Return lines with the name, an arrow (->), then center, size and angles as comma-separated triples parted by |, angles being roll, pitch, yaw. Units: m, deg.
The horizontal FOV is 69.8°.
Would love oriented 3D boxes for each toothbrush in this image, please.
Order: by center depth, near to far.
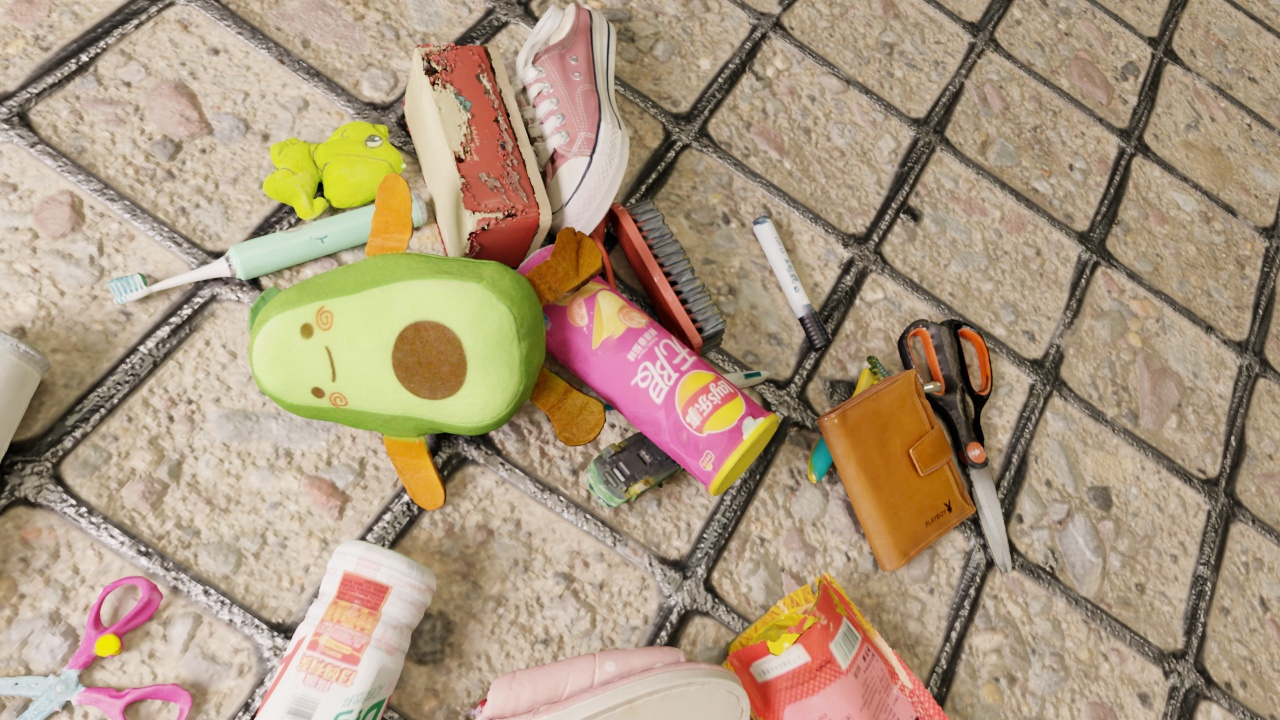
toothbrush -> -0.261, -0.080, 0.663 | 0.224, 0.026, 0.027 | -23, 111, -26
toothbrush -> 0.017, 0.024, 0.714 | 0.191, 0.016, 0.018 | -10, 59, -22

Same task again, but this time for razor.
razor -> 0.167, 0.052, 0.743 | 0.043, 0.028, 0.132 | 51, 58, -15

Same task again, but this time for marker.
marker -> 0.131, -0.068, 0.794 | 0.022, 0.018, 0.130 | -12, 71, -32

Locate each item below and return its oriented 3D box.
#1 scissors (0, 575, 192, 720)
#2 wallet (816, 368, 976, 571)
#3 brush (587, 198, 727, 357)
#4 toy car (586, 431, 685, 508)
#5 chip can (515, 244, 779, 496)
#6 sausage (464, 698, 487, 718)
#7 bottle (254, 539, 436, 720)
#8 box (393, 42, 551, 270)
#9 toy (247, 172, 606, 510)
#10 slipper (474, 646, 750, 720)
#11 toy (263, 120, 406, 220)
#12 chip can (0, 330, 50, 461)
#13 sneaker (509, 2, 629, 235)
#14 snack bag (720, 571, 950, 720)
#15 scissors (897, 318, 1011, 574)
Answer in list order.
scissors -> -0.321, 0.191, 0.525 | 0.125, 0.017, 0.133 | 42, 65, 0
wallet -> 0.208, 0.082, 0.730 | 0.118, 0.035, 0.130 | -26, 93, -25
brush -> 0.006, -0.062, 0.726 | 0.069, 0.063, 0.145 | -26, 75, -8
toy car -> 0.000, 0.076, 0.670 | 0.091, 0.036, 0.043 | -25, 68, -42
chip can -> -0.004, 0.004, 0.661 | 0.210, 0.072, 0.071 | 39, 59, 16
sausage -> -0.036, 0.235, 0.597 | 0.155, 0.020, 0.020 | 10, 63, -15
bottle -> -0.186, 0.207, 0.535 | 0.068, 0.068, 0.196 | 23, 65, -7
box -> -0.135, -0.154, 0.701 | 0.079, 0.092, 0.168 | -11, 70, -26
toy -> -0.145, -0.010, 0.614 | 0.247, 0.090, 0.227 | -4, 94, -1
slipper -> -0.060, 0.235, 0.548 | 0.274, 0.054, 0.114 | -6, 108, -24
toy -> -0.231, -0.145, 0.700 | 0.100, 0.031, 0.096 | 6, 64, -11
chip can -> -0.412, 0.084, 0.510 | 0.071, 0.071, 0.214 | 15, 62, -12
sneaker -> -0.068, -0.204, 0.740 | 0.087, 0.119, 0.240 | 18, 54, -30
snack bag -> 0.153, 0.259, 0.628 | 0.128, 0.073, 0.208 | -35, 86, -25
scissors -> 0.295, 0.066, 0.784 | 0.136, 0.022, 0.235 | -20, 74, -26
